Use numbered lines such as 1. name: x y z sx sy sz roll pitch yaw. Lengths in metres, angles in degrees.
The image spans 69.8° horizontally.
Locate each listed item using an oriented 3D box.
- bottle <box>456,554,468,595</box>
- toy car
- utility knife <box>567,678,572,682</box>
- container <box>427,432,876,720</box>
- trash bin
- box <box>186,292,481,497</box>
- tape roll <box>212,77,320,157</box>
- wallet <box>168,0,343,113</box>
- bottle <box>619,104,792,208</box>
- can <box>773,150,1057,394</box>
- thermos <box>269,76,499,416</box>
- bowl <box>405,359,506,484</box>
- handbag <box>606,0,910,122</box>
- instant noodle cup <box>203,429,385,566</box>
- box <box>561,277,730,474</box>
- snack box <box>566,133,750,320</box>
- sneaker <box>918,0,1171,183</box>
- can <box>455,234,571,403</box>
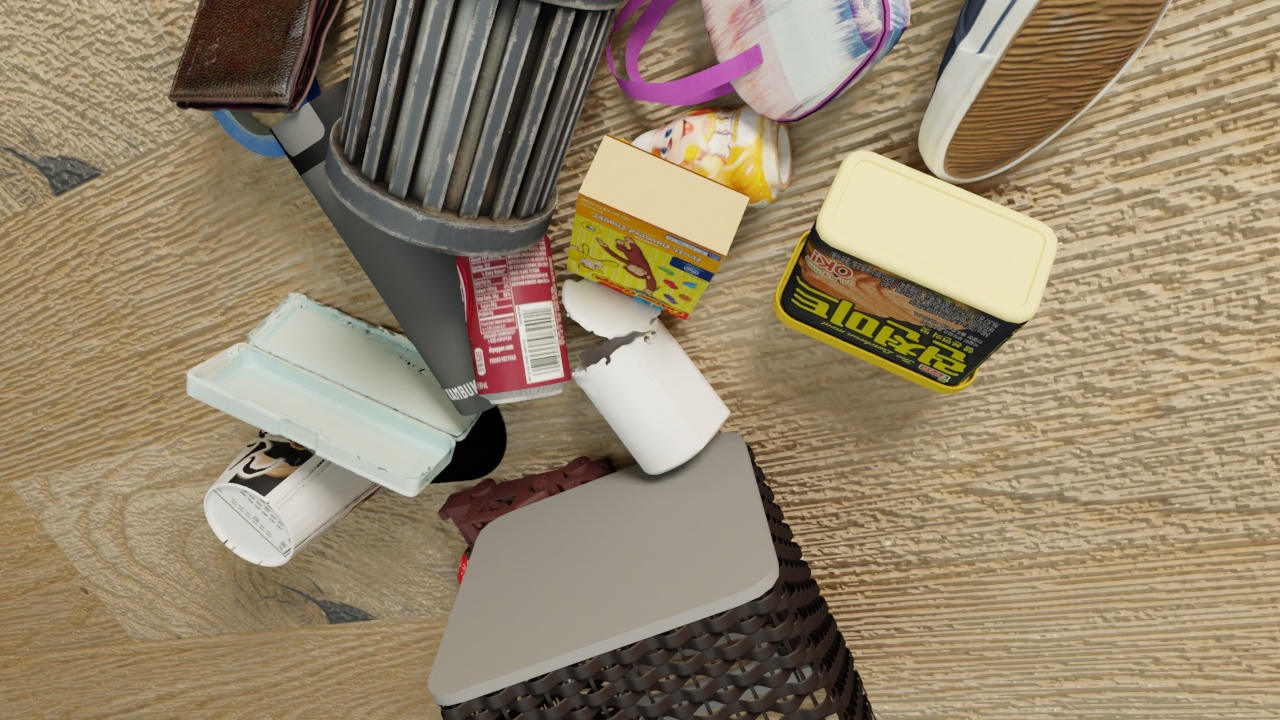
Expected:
1. bottle: -0.154 0.234 0.865 0.042 0.041 0.142 19 125 10
2. toy car: -0.093 0.132 0.768 0.170 0.061 0.070 -16 112 28
3. utility knife: -0.087 0.258 0.873 0.022 0.015 0.168 -7 119 23
4. container: 0.021 0.229 0.643 0.247 0.245 0.244 -21 107 7
5. trash bin: -0.085 -0.186 0.507 0.164 0.163 0.228 27 124 4
6. box: -0.227 0.025 0.711 0.197 0.135 0.043 23 129 7
7. tape roll: -0.277 -0.197 0.670 0.091 0.016 0.093 18 124 11
8. wallet: -0.250 -0.218 0.598 0.099 0.119 0.031 7 165 19
9. bottle: 0.036 -0.123 0.566 0.109 0.063 0.063 0 119 22
10. can: 0.155 -0.049 0.531 0.131 0.072 0.101 24 158 6
11. thermos: -0.159 -0.081 0.653 0.082 0.082 0.240 -20 111 30
12. bowl: -0.180 0.065 0.767 0.124 0.052 0.124 10 122 16
13. handbag: 0.053 -0.197 0.513 0.170 0.067 0.144 -14 89 38
14. instant noodle cup: -0.300 0.106 0.796 0.124 0.121 0.124 10 122 16
15. box: -0.003 0.001 0.647 0.161 0.081 0.092 52 146 -11
16. snack box: 0.006 -0.077 0.568 0.088 0.040 0.126 23 165 -1
17. sneaker: 0.192 -0.229 0.439 0.120 0.127 0.295 -9 137 -24
18. can: -0.085 -0.031 0.612 0.063 0.063 0.114 -8 93 25
